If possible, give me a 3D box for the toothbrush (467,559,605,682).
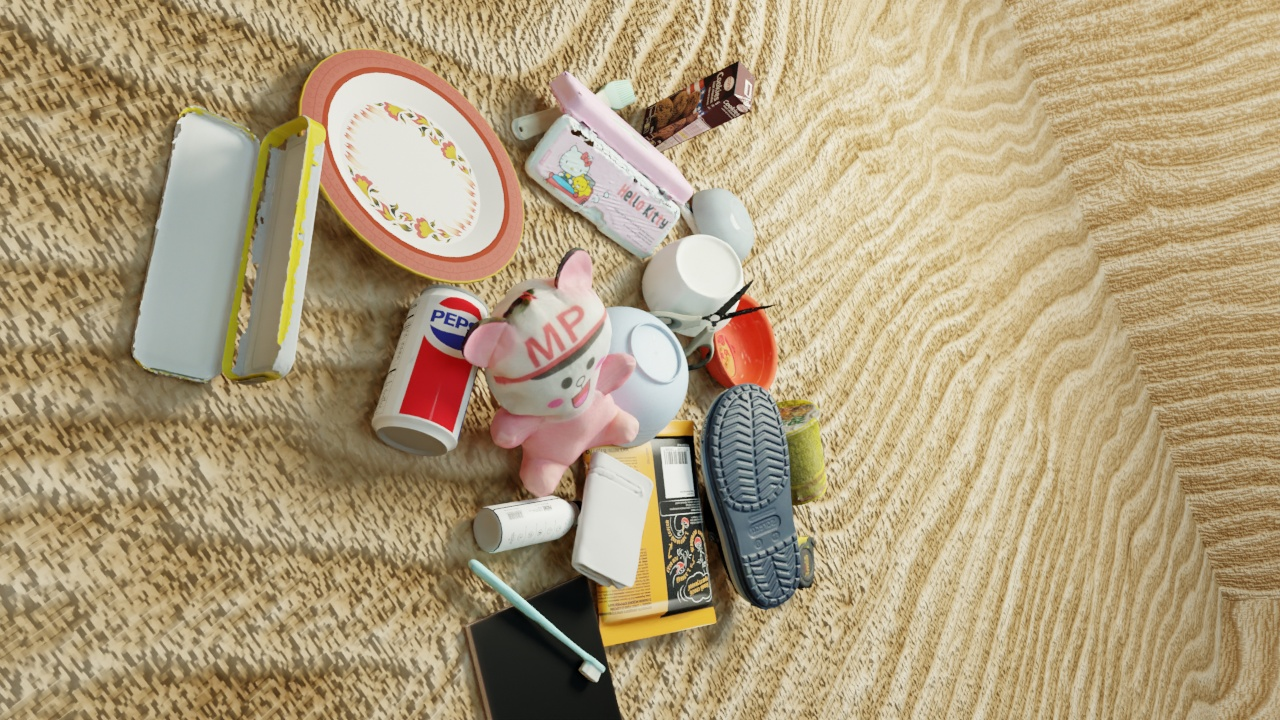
[{"bbox_3d":[-0.091,0.232,0.815,0.180,0.016,0.016,49,58,-25],"label":"toothbrush"}]

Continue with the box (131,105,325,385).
[{"bbox_3d":[-0.294,-0.090,0.660,0.080,0.084,0.210,24,62,-51],"label":"box"}]

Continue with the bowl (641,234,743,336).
[{"bbox_3d":[0.066,-0.091,1.040,0.116,0.066,0.116,8,64,-17],"label":"bowl"}]

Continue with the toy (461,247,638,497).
[{"bbox_3d":[-0.077,0.015,0.799,0.141,0.084,0.213,-32,138,-16],"label":"toy"}]

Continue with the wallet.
[{"bbox_3d":[-0.031,0.153,0.876,0.086,0.032,0.116,42,50,-38],"label":"wallet"}]

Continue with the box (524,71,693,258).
[{"bbox_3d":[-0.039,-0.209,1.011,0.201,0.103,0.101,32,20,-41],"label":"box"}]

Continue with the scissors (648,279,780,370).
[{"bbox_3d":[0.066,-0.037,1.012,0.169,0.158,0.012,3,54,-4],"label":"scissors"}]

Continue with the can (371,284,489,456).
[{"bbox_3d":[-0.173,0.008,0.769,0.070,0.070,0.131,34,55,-38],"label":"can"}]

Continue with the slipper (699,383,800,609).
[{"bbox_3d":[0.112,0.154,1.039,0.105,0.095,0.253,-10,90,-25],"label":"slipper"}]

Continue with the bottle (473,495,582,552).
[{"bbox_3d":[-0.096,0.146,0.838,0.115,0.041,0.041,-1,79,-49],"label":"bottle"}]

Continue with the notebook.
[{"bbox_3d":[-0.076,0.316,0.827,0.141,0.008,0.209,-13,88,-46],"label":"notebook"}]

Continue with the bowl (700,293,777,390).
[{"bbox_3d":[0.113,-0.017,1.123,0.130,0.045,0.130,18,66,-45],"label":"bowl"}]

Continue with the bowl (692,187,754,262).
[{"bbox_3d":[0.111,-0.173,1.156,0.106,0.039,0.106,37,41,-41],"label":"bowl"}]

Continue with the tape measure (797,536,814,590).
[{"bbox_3d":[0.189,0.252,1.137,0.062,0.038,0.067,17,69,-54],"label":"tape measure"}]

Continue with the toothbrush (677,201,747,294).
[{"bbox_3d":[0.096,-0.132,1.160,0.189,0.017,0.016,55,40,-22],"label":"toothbrush"}]

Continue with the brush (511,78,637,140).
[{"bbox_3d":[-0.071,-0.279,1.021,0.217,0.012,0.033,-36,107,-46],"label":"brush"}]

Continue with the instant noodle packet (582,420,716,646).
[{"bbox_3d":[0.009,0.171,0.953,0.159,0.032,0.220,3,76,-41],"label":"instant noodle packet"}]

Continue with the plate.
[{"bbox_3d":[-0.198,-0.169,0.812,0.229,0.021,0.229,28,49,-37],"label":"plate"}]

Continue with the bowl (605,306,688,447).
[{"bbox_3d":[-0.006,0.005,0.933,0.150,0.075,0.150,22,53,-32],"label":"bowl"}]

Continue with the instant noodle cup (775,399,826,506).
[{"bbox_3d":[0.185,0.116,1.134,0.102,0.102,0.108,-41,119,-47],"label":"instant noodle cup"}]

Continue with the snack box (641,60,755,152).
[{"bbox_3d":[0.066,-0.296,1.079,0.031,0.141,0.050,33,55,-38],"label":"snack box"}]
